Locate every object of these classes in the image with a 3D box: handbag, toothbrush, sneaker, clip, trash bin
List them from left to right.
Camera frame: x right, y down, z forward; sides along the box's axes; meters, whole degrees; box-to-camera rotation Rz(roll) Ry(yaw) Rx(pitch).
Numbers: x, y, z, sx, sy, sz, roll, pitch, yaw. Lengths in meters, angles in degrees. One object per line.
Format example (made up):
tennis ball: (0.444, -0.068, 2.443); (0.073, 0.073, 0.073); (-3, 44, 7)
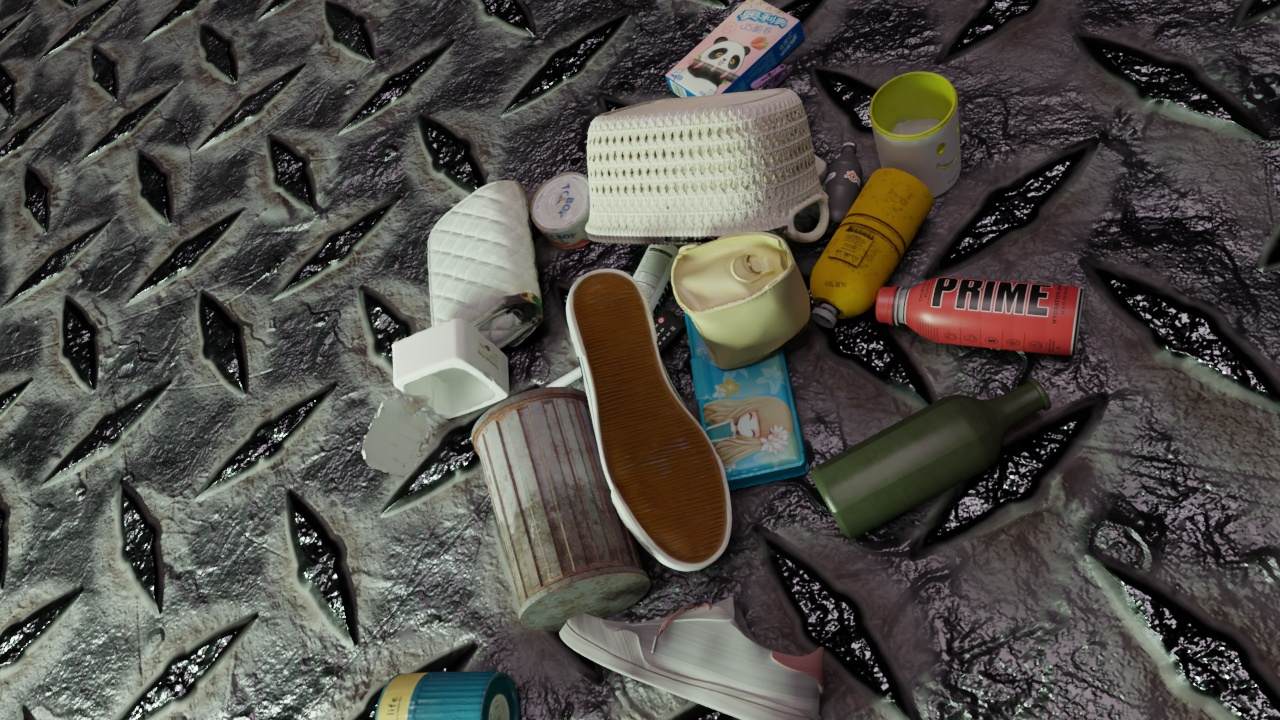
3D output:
handbag: (-0.177, -0.104, 1.072); (0.139, 0.072, 0.194); (-30, 54, 28)
toothbrush: (-0.099, 0.029, 1.002); (0.187, 0.012, 0.017); (-30, 53, 10)
trash bin: (-0.079, 0.133, 0.875); (0.131, 0.131, 0.211); (-25, 58, 8)
sneaker: (0.004, 0.063, 0.878); (0.120, 0.127, 0.294); (-16, 69, -13)
sneaker: (0.048, 0.242, 0.784); (0.236, 0.099, 0.089); (14, 70, 21)
handbag: (0.099, -0.059, 0.865); (0.111, 0.119, 0.081); (-18, 58, 13)
clip: (0.154, -0.333, 1.091); (0.051, 0.033, 0.013); (-41, 55, -3)

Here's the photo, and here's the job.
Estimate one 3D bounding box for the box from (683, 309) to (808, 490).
box: (0.101, 0.015, 0.919); (0.094, 0.039, 0.226); (-15, 60, 13)

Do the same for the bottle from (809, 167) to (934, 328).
bottle: (0.221, -0.106, 0.912); (0.071, 0.071, 0.163); (26, 75, 31)

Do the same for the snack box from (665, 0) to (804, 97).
snack box: (0.116, -0.371, 1.122); (0.154, 0.033, 0.088); (-44, 57, -4)

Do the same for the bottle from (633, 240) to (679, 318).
bottle: (0.006, -0.074, 1.003); (0.041, 0.041, 0.115); (16, 71, 29)

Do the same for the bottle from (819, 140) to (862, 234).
bottle: (0.215, -0.186, 0.977); (0.036, 0.036, 0.109); (4, 65, 24)

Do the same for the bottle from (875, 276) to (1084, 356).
bottle: (0.309, -0.044, 0.847); (0.177, 0.062, 0.062); (7, 66, 26)

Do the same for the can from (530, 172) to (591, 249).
can: (-0.085, -0.179, 1.097); (0.086, 0.043, 0.086); (-10, 61, 19)

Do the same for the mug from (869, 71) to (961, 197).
mug: (0.280, -0.225, 0.929); (0.083, 0.106, 0.082); (-10, 60, 17)

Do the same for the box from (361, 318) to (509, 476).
box: (-0.234, 0.037, 1.005); (0.189, 0.111, 0.101); (-37, 52, 6)

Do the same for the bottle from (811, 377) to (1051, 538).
bottle: (0.254, 0.078, 0.799); (0.207, 0.071, 0.071); (-29, 56, 6)

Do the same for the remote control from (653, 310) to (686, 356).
remote control: (-0.006, 0.006, 0.980); (0.033, 0.015, 0.146); (37, 82, 33)

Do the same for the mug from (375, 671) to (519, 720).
mug: (-0.172, 0.342, 0.839); (0.107, 0.083, 0.113); (-9, 89, 15)

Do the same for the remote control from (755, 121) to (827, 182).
remote control: (0.160, -0.236, 1.039); (0.038, 0.018, 0.125); (-41, 55, -2)

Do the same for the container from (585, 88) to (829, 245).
container: (0.060, -0.193, 0.941); (0.252, 0.143, 0.184); (5, 26, 34)
